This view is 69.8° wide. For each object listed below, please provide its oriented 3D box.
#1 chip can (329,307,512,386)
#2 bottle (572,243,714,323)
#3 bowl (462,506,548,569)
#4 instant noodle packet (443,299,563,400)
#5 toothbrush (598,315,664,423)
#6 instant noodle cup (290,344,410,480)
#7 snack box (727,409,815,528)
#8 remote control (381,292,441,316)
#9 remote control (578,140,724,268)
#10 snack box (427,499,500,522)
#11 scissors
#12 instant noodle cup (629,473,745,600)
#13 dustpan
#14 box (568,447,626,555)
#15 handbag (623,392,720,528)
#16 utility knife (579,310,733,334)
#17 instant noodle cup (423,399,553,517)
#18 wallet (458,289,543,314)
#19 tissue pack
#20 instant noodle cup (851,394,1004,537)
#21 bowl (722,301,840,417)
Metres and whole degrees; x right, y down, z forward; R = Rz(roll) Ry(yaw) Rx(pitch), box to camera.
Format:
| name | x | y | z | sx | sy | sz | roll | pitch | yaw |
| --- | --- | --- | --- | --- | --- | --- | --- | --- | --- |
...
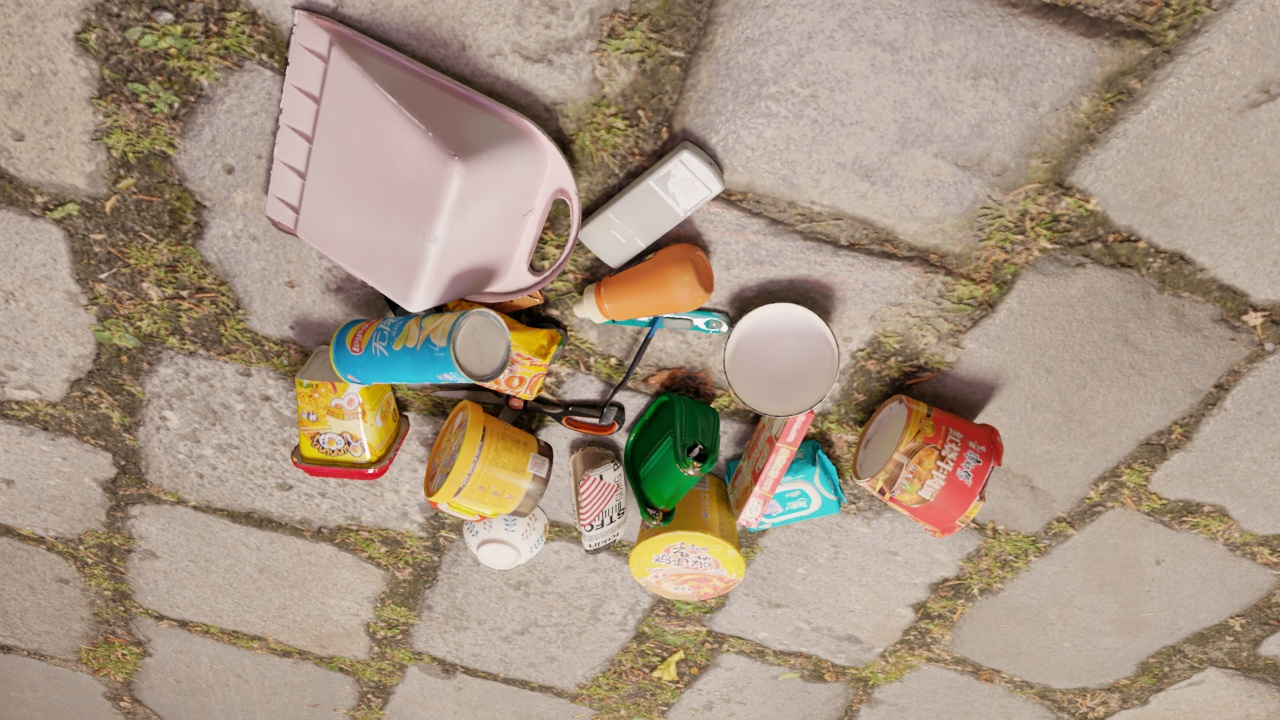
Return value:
| name | x | y | z | sx | sy | sz | roll | pitch | yaw |
| --- | --- | --- | --- | --- | --- | --- | --- | --- | --- |
| chip can | -0.219 | -0.010 | 0.898 | 0.211 | 0.071 | 0.071 | -2 | 138 | 43 |
| bottle | -0.003 | -0.069 | 0.914 | 0.150 | 0.066 | 0.067 | -14 | 129 | 28 |
| bowl | -0.181 | 0.233 | 1.205 | 0.113 | 0.062 | 0.114 | 4 | 131 | 4 |
| instant noodle packet | -0.153 | -0.008 | 0.963 | 0.128 | 0.044 | 0.111 | 18 | 139 | -11 |
| toothbrush | -0.006 | 0.006 | 0.990 | 0.016 | 0.014 | 0.190 | 17 | 128 | -16 |
| instant noodle cup | -0.330 | 0.055 | 1.034 | 0.116 | 0.115 | 0.124 | 4 | 120 | 4 |
| snack box | 0.141 | 0.102 | 1.010 | 0.025 | 0.075 | 0.153 | 19 | 111 | -11 |
| remote control | -0.240 | -0.065 | 0.965 | 0.053 | 0.024 | 0.136 | -4 | 134 | 15 |
| remote control | 0.009 | -0.145 | 0.866 | 0.150 | 0.021 | 0.058 | -33 | 121 | 31 |
| snack box | -0.213 | 0.156 | 1.124 | 0.091 | 0.081 | 0.080 | 24 | 148 | -15 |
| scissors | -0.126 | 0.041 | 1.050 | 0.233 | 0.021 | 0.221 | 11 | 132 | -5 |
| instant noodle cup | 0.058 | 0.210 | 1.123 | 0.138 | 0.109 | 0.138 | 3 | 132 | 3 |
| dustpan | -0.200 | -0.163 | 0.854 | 0.273 | 0.138 | 0.223 | 41 | 128 | 14 |
| box | -0.054 | 0.167 | 1.147 | 0.075 | 0.082 | 0.164 | -22 | 134 | -20 |
| handbag | 0.035 | 0.108 | 1.029 | 0.068 | 0.120 | 0.132 | 20 | 129 | -19 |
| utility knife | 0.017 | -0.043 | 0.964 | 0.166 | 0.013 | 0.029 | 4 | 127 | 2 |
| instant noodle cup | -0.170 | 0.119 | 1.047 | 0.114 | 0.118 | 0.119 | 23 | 131 | -23 |
| wallet | -0.170 | -0.098 | 0.925 | 0.108 | 0.031 | 0.132 | -14 | 130 | 20 |
| tissue pack | 0.174 | 0.152 | 1.098 | 0.134 | 0.050 | 0.093 | -19 | 127 | 21 |
| instant noodle cup | 0.303 | 0.108 | 0.997 | 0.108 | 0.137 | 0.138 | 27 | 130 | -6 |
| bowl | 0.146 | 0.001 | 0.940 | 0.116 | 0.116 | 0.066 | -8 | 175 | 13 |
